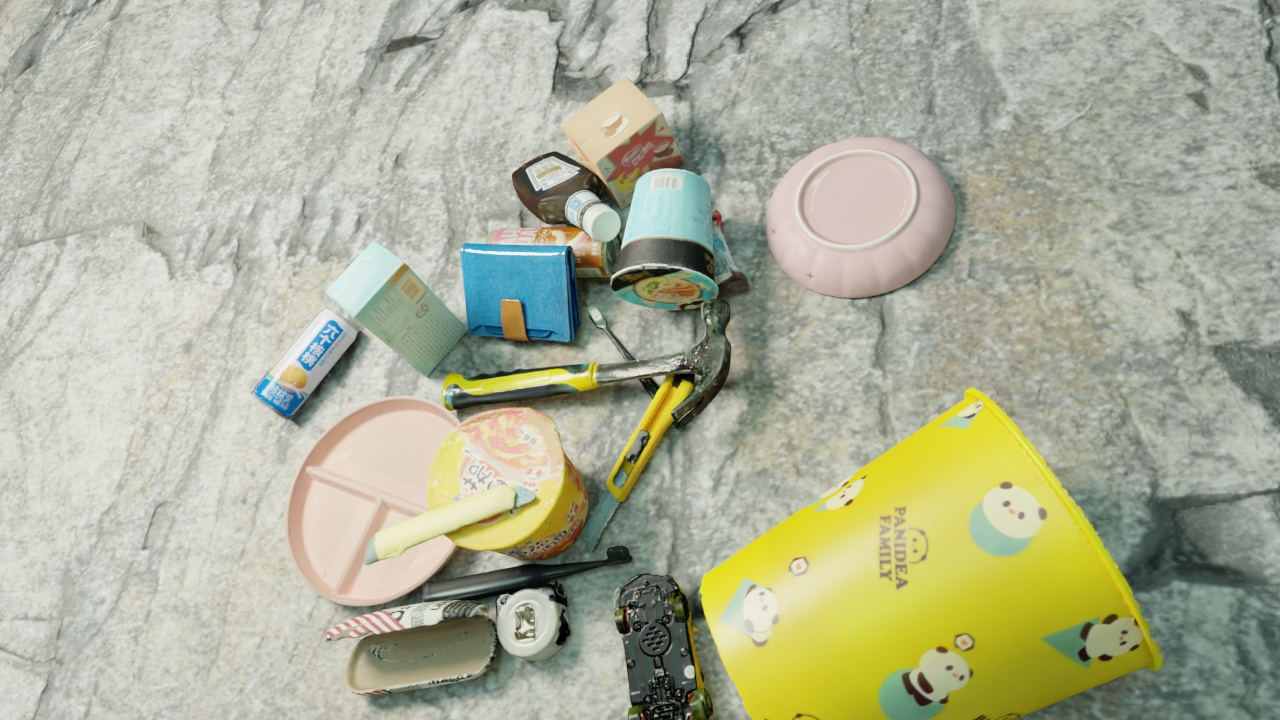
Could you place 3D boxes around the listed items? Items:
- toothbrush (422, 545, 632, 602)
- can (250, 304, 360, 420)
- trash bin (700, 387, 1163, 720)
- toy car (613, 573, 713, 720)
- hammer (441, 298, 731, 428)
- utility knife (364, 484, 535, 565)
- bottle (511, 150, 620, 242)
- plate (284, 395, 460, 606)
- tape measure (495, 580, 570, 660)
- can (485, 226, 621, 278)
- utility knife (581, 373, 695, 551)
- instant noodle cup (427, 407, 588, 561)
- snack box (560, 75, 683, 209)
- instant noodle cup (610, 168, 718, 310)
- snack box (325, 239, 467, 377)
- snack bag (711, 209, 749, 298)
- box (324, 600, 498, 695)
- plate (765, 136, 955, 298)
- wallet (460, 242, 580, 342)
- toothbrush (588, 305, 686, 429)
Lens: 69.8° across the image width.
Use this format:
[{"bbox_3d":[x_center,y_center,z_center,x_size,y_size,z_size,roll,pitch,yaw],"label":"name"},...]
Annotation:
[{"bbox_3d":[-0.110,0.209,0.889,0.213,0.026,0.027,-14,107,12],"label":"toothbrush"},{"bbox_3d":[-0.389,0.001,1.069,0.053,0.053,0.134,31,79,28],"label":"can"},{"bbox_3d":[0.200,0.182,0.692,0.255,0.229,0.229,-31,59,9],"label":"trash bin"},{"bbox_3d":[0.020,0.265,0.809,0.071,0.041,0.155,-17,63,11],"label":"toy car"},{"bbox_3d":[-0.063,0.019,0.942,0.324,0.032,0.126,-8,58,22],"label":"hammer"},{"bbox_3d":[-0.173,0.144,0.820,0.167,0.018,0.031,-23,65,10],"label":"utility knife"},{"bbox_3d":[-0.078,-0.179,1.013,0.079,0.044,0.195,-31,37,-12],"label":"bottle"},{"bbox_3d":[-0.272,0.147,0.975,0.230,0.028,0.229,-8,63,16],"label":"plate"},{"bbox_3d":[-0.101,0.248,0.864,0.066,0.033,0.066,-17,61,12],"label":"tape measure"},{"bbox_3d":[-0.097,-0.120,1.023,0.147,0.058,0.057,2,66,20],"label":"can"},{"bbox_3d":[-0.003,0.093,0.905,0.033,0.015,0.209,25,79,28],"label":"utility knife"},{"bbox_3d":[-0.117,0.128,0.882,0.138,0.110,0.137,-8,63,16],"label":"instant noodle cup"},{"bbox_3d":[-0.019,-0.244,1.034,0.093,0.094,0.077,-38,60,-1],"label":"snack box"},{"bbox_3d":[0.029,-0.126,0.942,0.111,0.111,0.120,-1,70,19],"label":"instant noodle cup"},{"bbox_3d":[-0.255,-0.051,0.978,0.051,0.175,0.074,37,80,23],"label":"snack box"},{"bbox_3d":[0.080,-0.114,0.977,0.045,0.026,0.105,-20,62,7],"label":"snack bag"},{"bbox_3d":[-0.215,0.276,0.875,0.163,0.076,0.088,-15,84,11],"label":"box"},{"bbox_3d":[0.222,-0.157,0.941,0.193,0.039,0.192,-8,63,16],"label":"plate"},{"bbox_3d":[-0.133,-0.074,1.000,0.133,0.040,0.106,5,109,23],"label":"wallet"},{"bbox_3d":[-0.006,0.006,0.957,0.015,0.018,0.181,-34,61,-8],"label":"toothbrush"}]
